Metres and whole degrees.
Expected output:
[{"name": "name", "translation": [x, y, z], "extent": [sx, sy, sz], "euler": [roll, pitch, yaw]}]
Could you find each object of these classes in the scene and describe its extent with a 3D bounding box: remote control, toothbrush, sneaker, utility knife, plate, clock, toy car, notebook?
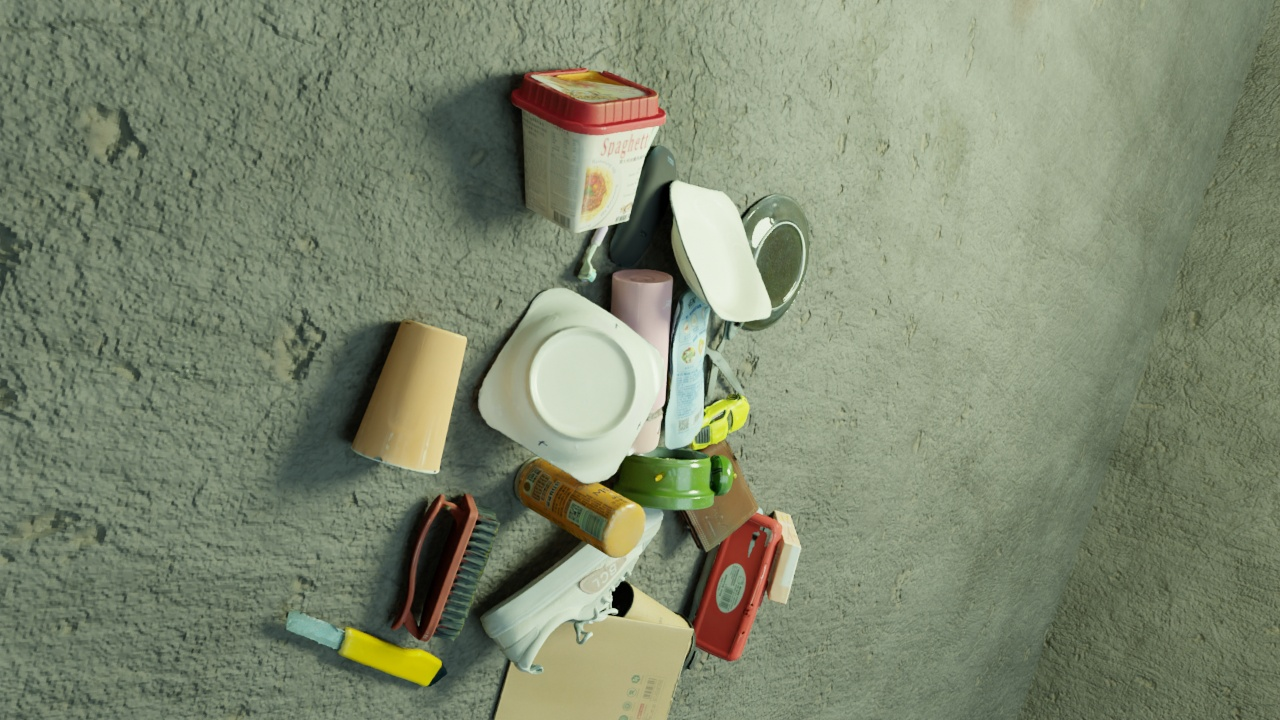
[{"name": "remote control", "translation": [0.007, -0.163, 0.977], "extent": [0.053, 0.024, 0.136], "euler": [24, 88, -50]}, {"name": "toothbrush", "translation": [-0.020, -0.169, 0.951], "extent": [0.020, 0.029, 0.189], "euler": [24, 85, -8]}, {"name": "sneaker", "translation": [-0.054, 0.249, 1.011], "extent": [0.241, 0.090, 0.090], "euler": [-33, 88, -28]}, {"name": "utility knife", "translation": [-0.259, 0.275, 0.880], "extent": [0.033, 0.015, 0.223], "euler": [-56, 139, -13]}, {"name": "plate", "translation": [0.170, -0.121, 1.168], "extent": [0.179, 0.024, 0.180], "euler": [-20, 120, -40]}, {"name": "plate", "translation": [-0.061, 0.023, 0.908], "extent": [0.164, 0.034, 0.163], "euler": [33, 74, -13]}, {"name": "plate", "translation": [0.080, -0.115, 1.020], "extent": [0.164, 0.034, 0.163], "euler": [-4, 74, -58]}, {"name": "clock", "translation": [0.040, 0.134, 1.069], "extent": [0.161, 0.116, 0.056], "euler": [2, 94, -44]}, {"name": "toy car", "translation": [0.100, 0.079, 1.162], "extent": [0.105, 0.032, 0.048], "euler": [-25, 127, -31]}, {"name": "notebook", "translation": [-0.052, 0.365, 1.067], "extent": [0.207, 0.008, 0.148], "euler": [14, 96, -18]}]

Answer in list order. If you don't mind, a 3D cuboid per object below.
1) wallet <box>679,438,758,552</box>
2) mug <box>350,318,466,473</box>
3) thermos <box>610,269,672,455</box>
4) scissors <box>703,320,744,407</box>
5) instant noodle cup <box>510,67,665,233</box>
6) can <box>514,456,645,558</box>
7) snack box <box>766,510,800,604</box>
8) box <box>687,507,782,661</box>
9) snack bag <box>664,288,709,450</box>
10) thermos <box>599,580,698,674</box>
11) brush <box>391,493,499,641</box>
[{"name": "wallet", "translation": [0.091, 0.172, 1.184], "extent": [0.101, 0.032, 0.124], "euler": [-36, 113, -26]}, {"name": "mug", "translation": [-0.197, 0.030, 0.806], "extent": [0.078, 0.078, 0.122], "euler": [20, 86, -49]}, {"name": "thermos", "translation": [-0.006, 0.006, 0.994], "extent": [0.087, 0.067, 0.199], "euler": [-47, 144, -68]}, {"name": "scissors", "translation": [0.096, -0.007, 1.139], "extent": [0.181, 0.014, 0.159], "euler": [33, 91, -46]}, {"name": "instant noodle cup", "translation": [-0.052, -0.193, 0.846], "extent": [0.116, 0.117, 0.124], "euler": [-21, 132, -40]}, {"name": "can", "translation": [-0.064, 0.147, 0.937], "extent": [0.058, 0.146, 0.058], "euler": [-20, 120, -40]}, {"name": "snack box", "translation": [0.195, 0.273, 1.287], "extent": [0.157, 0.026, 0.084], "euler": [-64, 168, -83]}, {"name": "box", "translation": [0.134, 0.302, 1.269], "extent": [0.100, 0.095, 0.201], "euler": [15, 93, -66]}, {"name": "snack bag", "translation": [0.056, 0.002, 1.055], "extent": [0.110, 0.039, 0.191], "euler": [-36, 136, -50]}, {"name": "thermos", "translation": [0.004, 0.332, 1.134], "extent": [0.093, 0.093, 0.143], "euler": [-53, 129, -18]}, {"name": "brush", "translation": [-0.193, 0.205, 0.895], "extent": [0.069, 0.063, 0.146], "euler": [19, 94, -18]}]
